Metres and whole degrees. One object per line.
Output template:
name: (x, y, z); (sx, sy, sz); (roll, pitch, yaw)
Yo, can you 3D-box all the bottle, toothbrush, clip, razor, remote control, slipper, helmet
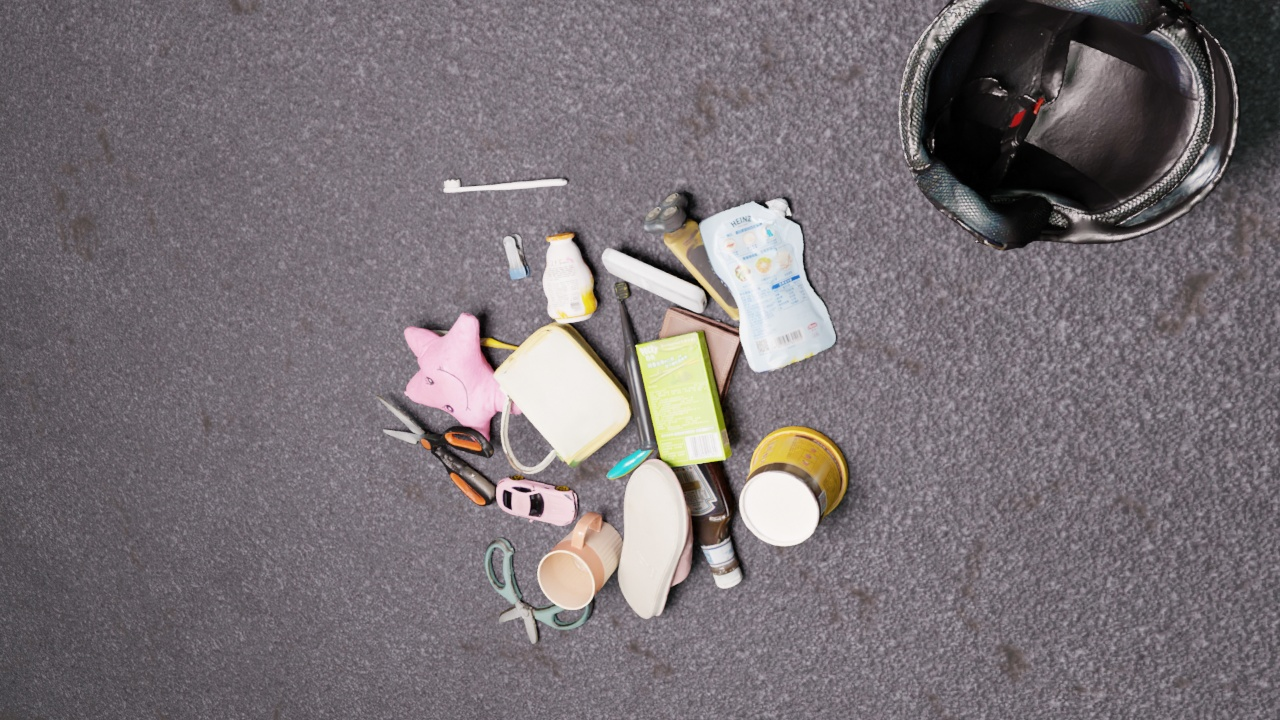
bottle: (-0.091, -0.103, 1.142); (0.063, 0.063, 0.108); (-3, 105, 24)
toothbrush: (-0.007, 0.007, 1.147); (0.027, 0.026, 0.212); (-11, 90, 28)
clip: (-0.162, -0.135, 1.190); (0.026, 0.036, 0.058); (-6, 107, 26)
toothbrush: (-0.208, -0.029, 1.243); (0.191, 0.016, 0.018); (9, 98, 20)
razor: (0.003, 0.114, 1.190); (0.133, 0.028, 0.043); (-45, 54, 26)
bottle: (0.083, 0.197, 1.173); (0.080, 0.043, 0.195); (-15, 101, 30)
razor: (0.073, -0.117, 1.072); (0.062, 0.067, 0.167); (-39, 95, 1)
remote control: (0.017, -0.097, 1.106); (0.136, 0.056, 0.020); (26, 81, 15)
slipper: (0.023, 0.230, 1.178); (0.114, 0.054, 0.275); (42, 139, 35)
toothbrush: (-0.174, -0.225, 1.168); (0.180, 0.016, 0.016); (2, 101, 23)
helmet: (0.370, -0.229, 0.818); (0.275, 0.229, 0.234); (25, 123, 4)

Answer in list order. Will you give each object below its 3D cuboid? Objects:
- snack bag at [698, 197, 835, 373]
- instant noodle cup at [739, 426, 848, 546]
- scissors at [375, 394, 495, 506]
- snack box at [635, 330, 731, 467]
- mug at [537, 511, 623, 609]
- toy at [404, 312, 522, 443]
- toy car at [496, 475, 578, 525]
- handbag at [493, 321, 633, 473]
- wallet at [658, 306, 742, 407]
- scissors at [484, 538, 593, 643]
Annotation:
snack bag: (0.147, -0.088, 1.050); (0.110, 0.038, 0.191); (-20, 99, 7)
instant noodle cup: (0.176, 0.151, 1.079); (0.119, 0.114, 0.118); (7, 108, 20)
scissors: (-0.279, 0.120, 1.295); (0.229, 0.021, 0.221); (-24, 107, 49)
snack box: (0.052, 0.048, 1.108); (0.086, 0.026, 0.156); (-12, 93, 26)
mug: (-0.075, 0.255, 1.222); (0.082, 0.105, 0.115); (16, 111, 18)
toy: (-0.249, 0.034, 1.245); (0.179, 0.074, 0.194); (-15, 111, 32)
toy car: (-0.146, 0.196, 1.274); (0.122, 0.037, 0.056); (10, 111, 19)
handbag: (-0.116, 0.058, 1.183); (0.179, 0.063, 0.163); (-41, 91, 11)
wallet: (0.064, 0.004, 1.130); (0.101, 0.032, 0.125); (23, 113, 18)
scissors: (-0.149, 0.331, 1.328); (0.170, 0.019, 0.171); (-12, 99, 24)
